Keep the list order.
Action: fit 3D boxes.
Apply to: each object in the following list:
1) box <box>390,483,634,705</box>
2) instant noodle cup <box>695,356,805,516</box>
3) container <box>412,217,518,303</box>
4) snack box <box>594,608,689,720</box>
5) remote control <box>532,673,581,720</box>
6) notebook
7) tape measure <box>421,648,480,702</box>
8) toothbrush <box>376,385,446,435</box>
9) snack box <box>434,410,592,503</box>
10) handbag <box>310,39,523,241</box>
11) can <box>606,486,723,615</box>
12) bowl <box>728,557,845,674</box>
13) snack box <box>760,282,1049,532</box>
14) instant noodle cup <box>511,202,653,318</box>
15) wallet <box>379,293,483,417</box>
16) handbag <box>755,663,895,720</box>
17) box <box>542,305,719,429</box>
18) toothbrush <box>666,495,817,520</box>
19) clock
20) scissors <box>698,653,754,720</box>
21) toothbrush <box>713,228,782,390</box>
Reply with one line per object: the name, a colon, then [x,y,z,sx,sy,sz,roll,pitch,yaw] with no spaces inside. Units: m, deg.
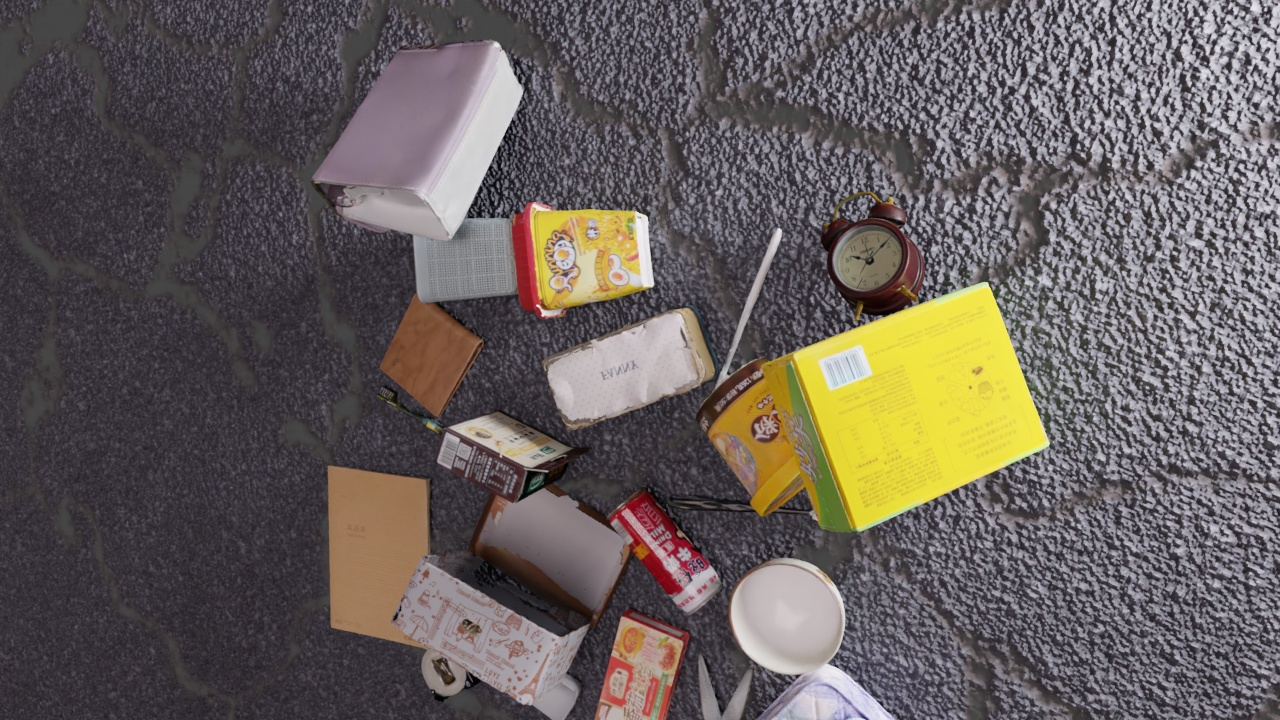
box: [-0.123,0.228,0.984,0.183,0.156,0.193,26,90,14]
instant noodle cup: [0.124,0.068,0.882,0.119,0.118,0.114,-47,71,19]
container: [-0.171,-0.109,0.984,0.112,0.089,0.090,-1,97,19]
snack box: [-0.001,0.357,1.008,0.075,0.025,0.153,18,103,18]
remote control: [-0.132,0.359,1.061,0.136,0.020,0.056,31,107,15]
notebook: [-0.321,0.240,1.125,0.150,0.012,0.211,4,98,22]
tape measure: [-0.226,0.364,1.091,0.066,0.033,0.066,-32,85,20]
toothbrush: [-0.232,0.077,1.070,0.186,0.012,0.017,27,98,16]
snack box: [-0.134,0.101,0.981,0.126,0.113,0.053,25,105,17]
handbag: [-0.225,-0.229,0.945,0.145,0.098,0.196,13,66,18]
can: [0.026,0.200,0.963,0.053,0.053,0.132,-44,80,20]
bowl: [0.150,0.247,0.917,0.114,0.062,0.113,3,99,21]
snack box: [0.230,0.040,0.799,0.209,0.070,0.157,-20,88,-18]
instant noodle cup: [-0.055,-0.105,0.934,0.124,0.116,0.116,-5,94,9]
wallet: [-0.244,-0.006,1.062,0.101,0.020,0.115,37,110,15]
handbag: [0.166,0.412,0.916,0.134,0.075,0.194,42,104,9]
box: [-0.006,0.006,0.951,0.185,0.059,0.090,-18,90,20]
toothbrush: [0.112,0.153,0.946,0.181,0.018,0.016,2,100,22]
clock: [0.213,-0.099,0.849,0.082,0.055,0.121,-19,70,25]
scissors: [0.091,0.437,0.989,0.211,0.021,0.222,40,103,9]
toothbrush: [0.110,-0.046,0.922,0.016,0.016,0.180,21,104,9]
